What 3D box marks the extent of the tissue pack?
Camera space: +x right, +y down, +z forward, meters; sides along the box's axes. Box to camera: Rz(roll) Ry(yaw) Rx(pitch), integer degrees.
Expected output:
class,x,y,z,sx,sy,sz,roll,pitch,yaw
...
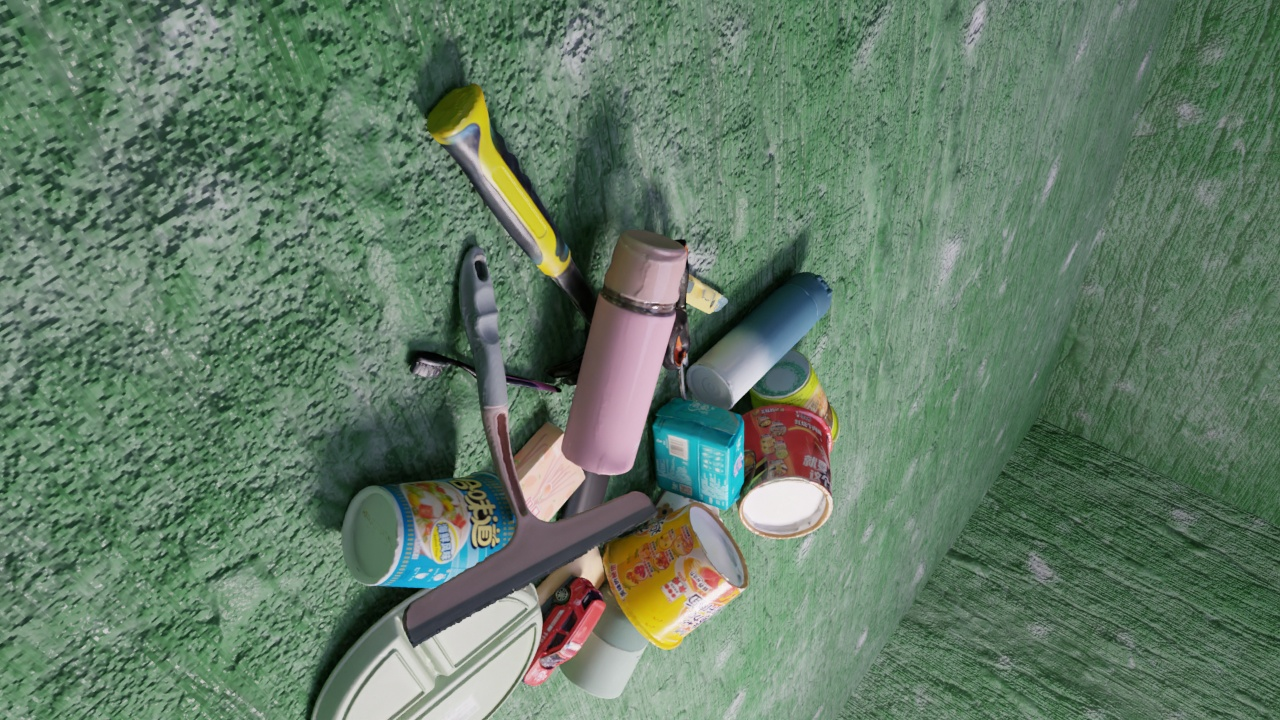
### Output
class,x,y,z,sx,sy,sz,roll,pitch,yaw
tissue pack,0.065,0.105,1.010,0.134,0.093,0.050,86,28,-44

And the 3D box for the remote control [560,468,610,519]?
class,x,y,z,sx,sy,sz,roll,pitch,yaw
remote control,-0.052,0.129,0.919,0.053,0.024,0.137,-17,128,-53

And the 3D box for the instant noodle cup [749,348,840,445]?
class,x,y,z,sx,sy,sz,roll,pitch,yaw
instant noodle cup,0.185,0.052,1.150,0.111,0.112,0.123,-50,140,-21

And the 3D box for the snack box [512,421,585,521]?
class,x,y,z,sx,sy,sz,roll,pitch,yaw
snack box,-0.116,0.137,0.823,0.157,0.026,0.084,-49,148,-22

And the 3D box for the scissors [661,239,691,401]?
class,x,y,z,sx,sy,sz,roll,pitch,yaw
scissors,0.042,-0.032,0.884,0.229,0.022,0.190,-42,135,-80

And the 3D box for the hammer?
class,x,y,z,sx,sy,sz,roll,pitch,yaw
hammer,-0.071,-0.082,0.705,0.126,0.032,0.323,-56,150,-12

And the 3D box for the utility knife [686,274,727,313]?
class,x,y,z,sx,sy,sz,roll,pitch,yaw
utility knife,0.051,-0.074,0.925,0.031,0.018,0.166,-58,155,6

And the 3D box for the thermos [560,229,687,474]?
class,x,y,z,sx,sy,sz,roll,pitch,yaw
thermos,-0.013,-0.010,0.768,0.087,0.067,0.199,-75,179,-71

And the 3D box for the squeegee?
class,x,y,z,sx,sy,sz,roll,pitch,yaw
squeegee,-0.103,0.040,0.682,0.247,0.040,0.249,-19,101,-44

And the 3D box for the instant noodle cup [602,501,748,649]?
class,x,y,z,sx,sy,sz,roll,pitch,yaw
instant noodle cup,0.044,0.228,1.004,0.110,0.138,0.138,-37,156,18

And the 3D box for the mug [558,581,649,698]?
class,x,y,z,sx,sy,sz,roll,pitch,yaw
mug,-0.034,0.310,1.051,0.111,0.082,0.106,-81,-164,-83

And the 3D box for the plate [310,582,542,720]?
class,x,y,z,sx,sy,sz,roll,pitch,yaw
plate,-0.178,0.281,0.811,0.229,0.027,0.231,-28,138,-29

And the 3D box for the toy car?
class,x,y,z,sx,sy,sz,roll,pitch,yaw
toy car,-0.083,0.279,0.936,0.120,0.045,0.053,-53,146,-7

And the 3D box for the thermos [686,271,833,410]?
class,x,y,z,sx,sy,sz,roll,pitch,yaw
thermos,0.142,-0.027,1.051,0.219,0.070,0.070,-41,144,-33

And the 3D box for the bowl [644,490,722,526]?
class,x,y,z,sx,sy,sz,roll,pitch,yaw
bowl,0.060,0.202,1.118,0.113,0.062,0.114,-39,144,-37

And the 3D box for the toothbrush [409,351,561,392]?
class,x,y,z,sx,sy,sz,roll,pitch,yaw
toothbrush,-0.118,0.015,0.734,0.018,0.014,0.189,-56,152,9

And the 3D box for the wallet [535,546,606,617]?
class,x,y,z,sx,sy,sz,roll,pitch,yaw
wallet,-0.084,0.252,0.976,0.115,0.024,0.087,-44,141,-29

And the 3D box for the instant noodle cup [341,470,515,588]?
class,x,y,z,sx,sy,sz,roll,pitch,yaw
instant noodle cup,-0.160,0.130,0.692,0.109,0.099,0.099,12,104,-50

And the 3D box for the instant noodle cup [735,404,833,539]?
class,x,y,z,sx,sy,sz,roll,pitch,yaw
instant noodle cup,0.168,0.137,1.089,0.108,0.138,0.138,-90,180,-50
